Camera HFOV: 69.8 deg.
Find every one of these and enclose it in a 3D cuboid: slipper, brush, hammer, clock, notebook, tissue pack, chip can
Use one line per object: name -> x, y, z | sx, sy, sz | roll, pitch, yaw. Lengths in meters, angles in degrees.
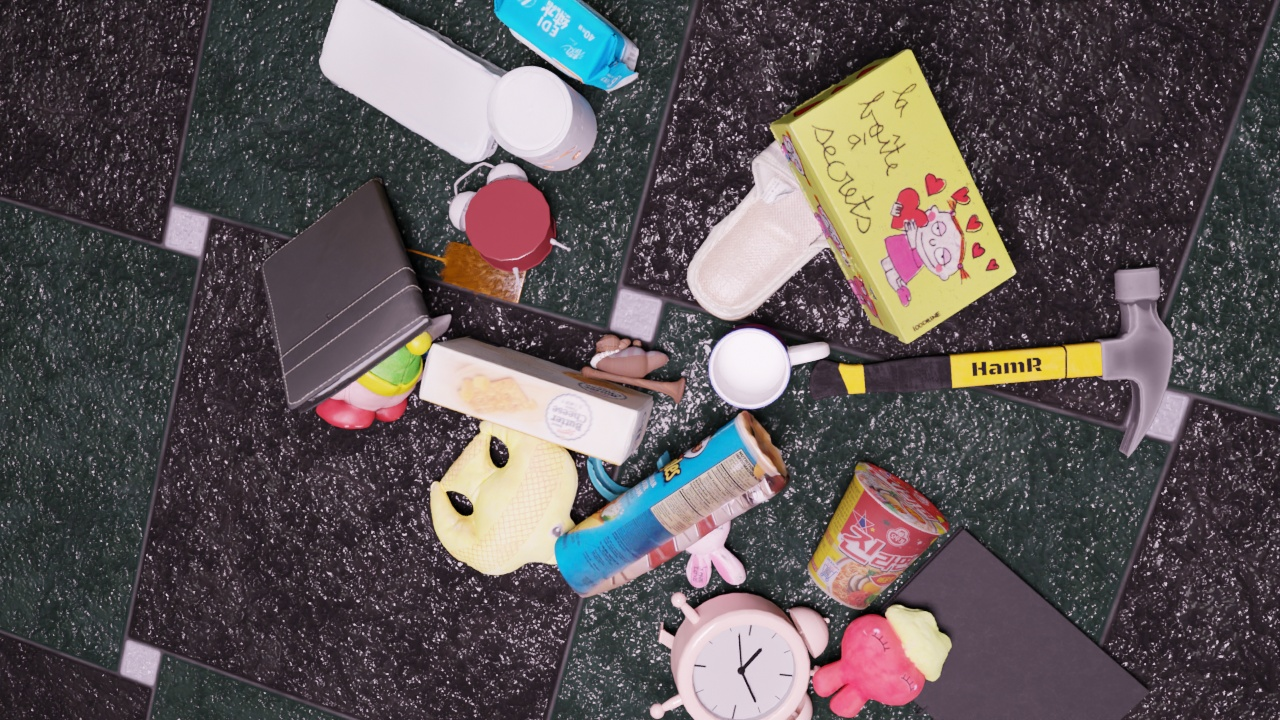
slipper -> 0.149, -0.150, 0.864 | 0.114, 0.054, 0.273 | 40, 101, -2
brush -> -0.180, -0.096, 0.937 | 0.126, 0.017, 0.048 | 17, 98, 7
hammer -> 0.323, 0.012, 0.863 | 0.325, 0.034, 0.170 | -5, 96, 11
clock -> 0.099, 0.297, 0.912 | 0.160, 0.086, 0.131 | 10, 97, -1
notebook -> -0.296, -0.066, 0.900 | 0.170, 0.029, 0.209 | -34, 52, 10
tissue pack -> -0.071, -0.309, 0.860 | 0.144, 0.092, 0.062 | 39, 107, 4
chip can -> 0.028, 0.140, 0.859 | 0.230, 0.079, 0.080 | -36, 90, 17
clock -> -0.133, -0.140, 0.903 | 0.087, 0.044, 0.124 | -38, 79, -4
notebook -> 0.343, 0.301, 0.895 | 0.231, 0.019, 0.169 | 41, 99, 3

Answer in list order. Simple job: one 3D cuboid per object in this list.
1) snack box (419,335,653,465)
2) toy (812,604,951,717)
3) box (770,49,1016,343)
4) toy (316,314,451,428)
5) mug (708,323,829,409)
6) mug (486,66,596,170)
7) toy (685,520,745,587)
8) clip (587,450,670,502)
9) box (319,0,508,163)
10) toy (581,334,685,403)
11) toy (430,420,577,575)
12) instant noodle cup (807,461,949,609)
snack box -> -0.098, 0.036, 0.894 | 0.208, 0.104, 0.057 | 18, 98, 7
toy -> 0.229, 0.288, 0.876 | 0.135, 0.045, 0.091 | -31, 88, 3
box -> 0.218, -0.141, 0.801 | 0.124, 0.079, 0.221 | -30, 108, -2
toy -> -0.244, 0.008, 0.908 | 0.097, 0.124, 0.132 | 38, 118, 32
mug -> 0.122, 0.000, 0.869 | 0.112, 0.076, 0.075 | -13, 94, 10
mug -> -0.091, -0.226, 0.865 | 0.082, 0.105, 0.082 | 1, 95, 9
toy -> 0.062, 0.175, 0.913 | 0.064, 0.047, 0.110 | -19, 96, 19
clip -> 0.001, 0.131, 0.918 | 0.120, 0.033, 0.119 | 49, 116, 5
box -> -0.223, -0.283, 0.910 | 0.213, 0.063, 0.118 | 32, 102, 4
toy -> -0.005, 0.005, 0.907 | 0.102, 0.042, 0.054 | 11, 59, -1
toy -> -0.131, 0.142, 0.932 | 0.155, 0.064, 0.170 | 40, 99, 9
instant noodle cup -> 0.217, 0.172, 0.867 | 0.100, 0.100, 0.113 | 31, 107, 5
